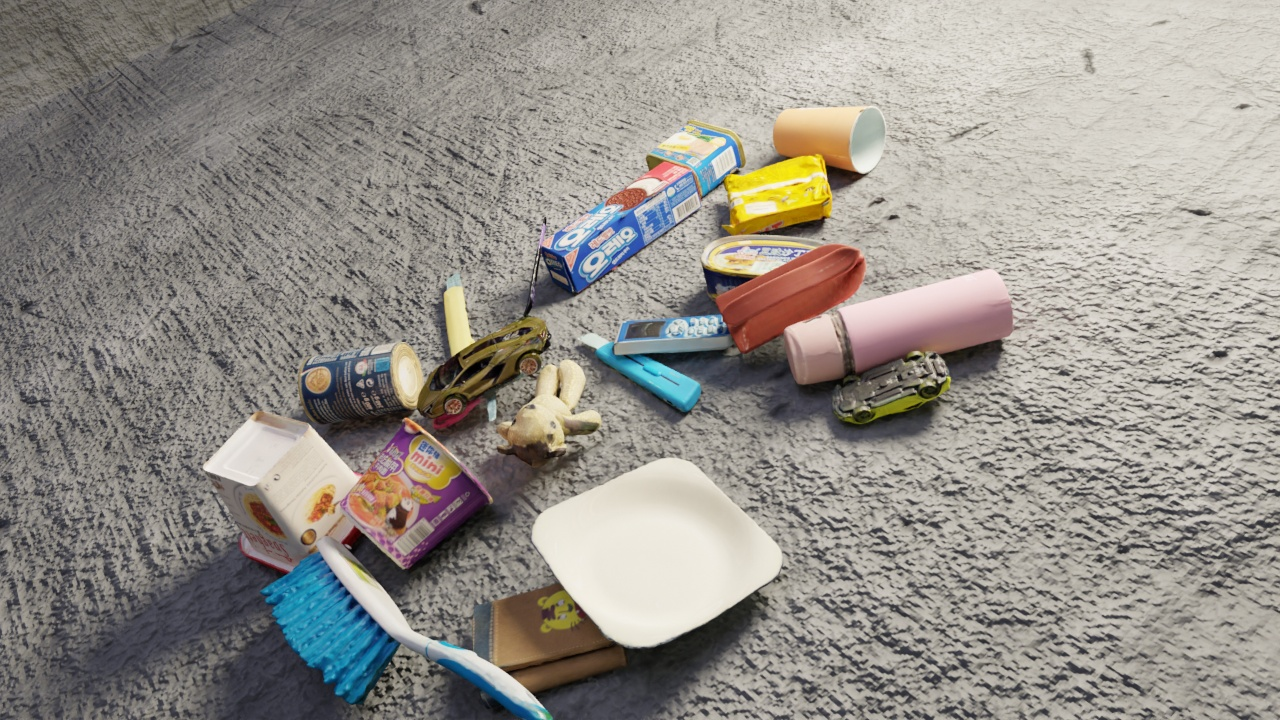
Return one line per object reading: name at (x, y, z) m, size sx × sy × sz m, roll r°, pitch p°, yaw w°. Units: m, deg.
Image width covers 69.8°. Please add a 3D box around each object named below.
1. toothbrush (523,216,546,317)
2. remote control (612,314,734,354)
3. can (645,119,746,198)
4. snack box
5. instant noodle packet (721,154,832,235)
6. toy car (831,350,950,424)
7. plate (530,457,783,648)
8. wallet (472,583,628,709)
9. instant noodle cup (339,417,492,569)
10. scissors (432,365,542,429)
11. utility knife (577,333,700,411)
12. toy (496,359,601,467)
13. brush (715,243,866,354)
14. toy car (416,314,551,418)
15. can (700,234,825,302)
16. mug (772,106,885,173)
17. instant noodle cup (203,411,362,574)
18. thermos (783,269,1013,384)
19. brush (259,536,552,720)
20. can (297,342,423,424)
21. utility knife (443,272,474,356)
toothbrush at (-0.120, -0.083, 1.039) m, size 0.017 × 0.014 × 0.188 m, roll 4°, pitch 66°, yaw 8°
remote control at (0.035, -0.025, 0.944) m, size 0.125 × 0.024 × 0.048 m, roll -3°, pitch 29°, yaw 11°
can at (0.069, -0.257, 1.179) m, size 0.083 × 0.057 × 0.102 m, roll -41°, pitch 44°, yaw -20°
snack box at (-0.022, -0.162, 1.106) m, size 0.207 × 0.057 × 0.058 m, roll -37°, pitch 41°, yaw -20°
instant noodle packet at (0.159, -0.192, 1.080) m, size 0.128 × 0.044 × 0.110 m, roll -11°, pitch 42°, yaw 12°
toy car at (0.223, 0.028, 0.818) m, size 0.105 × 0.032 × 0.048 m, roll -21°, pitch 39°, yaw 15°
plate at (0.012, 0.155, 0.730) m, size 0.163 × 0.034 × 0.164 m, roll -21°, pitch 41°, yaw -26°
wallet at (-0.073, 0.216, 0.719) m, size 0.115 × 0.033 × 0.090 m, roll -15°, pitch 39°, yaw -1°
instant noodle cup at (-0.206, 0.124, 0.822) m, size 0.099 × 0.111 × 0.112 m, roll -46°, pitch 47°, yaw -17°
scissors at (-0.160, 0.033, 0.955) m, size 0.134 × 0.017 × 0.133 m, roll -27°, pitch 27°, yaw 4°
utility knife at (-0.006, 0.005, 0.941) m, size 0.034 × 0.018 × 0.182 m, roll -39°, pitch 43°, yaw -22°
toy at (-0.089, 0.047, 0.889) m, size 0.105 × 0.066 × 0.157 m, roll -2°, pitch 26°, yaw 9°
brush at (0.148, -0.065, 0.879) m, size 0.146 × 0.069 × 0.063 m, roll -27°, pitch 75°, yaw 10°
toy car at (-0.163, 0.007, 0.944) m, size 0.158 × 0.042 × 0.070 m, roll -32°, pitch 31°, yaw -4°
can at (0.136, -0.093, 0.972) m, size 0.148 × 0.049 × 0.074 m, roll 8°, pitch 46°, yaw 29°
mug at (0.228, -0.276, 1.127) m, size 0.123 × 0.078 × 0.078 m, roll 20°, pitch 53°, yaw 41°
instant noodle cup at (-0.326, 0.120, 0.850) m, size 0.116 × 0.124 × 0.116 m, roll 10°, pitch 48°, yaw 30°
thermos at (0.235, -0.029, 0.859) m, size 0.199 × 0.067 × 0.087 m, roll -16°, pitch 8°, yaw 6°
brush at (-0.192, 0.224, 0.710) m, size 0.109 × 0.060 × 0.315 m, roll -50°, pitch 46°, yaw -11°
can at (-0.298, 0.024, 0.986) m, size 0.111 × 0.075 × 0.075 m, roll -9°, pitch 41°, yaw 11°
utility knife at (-0.217, -0.054, 1.087) m, size 0.031 × 0.019 × 0.183 m, roll -16°, pitch 46°, yaw -4°
